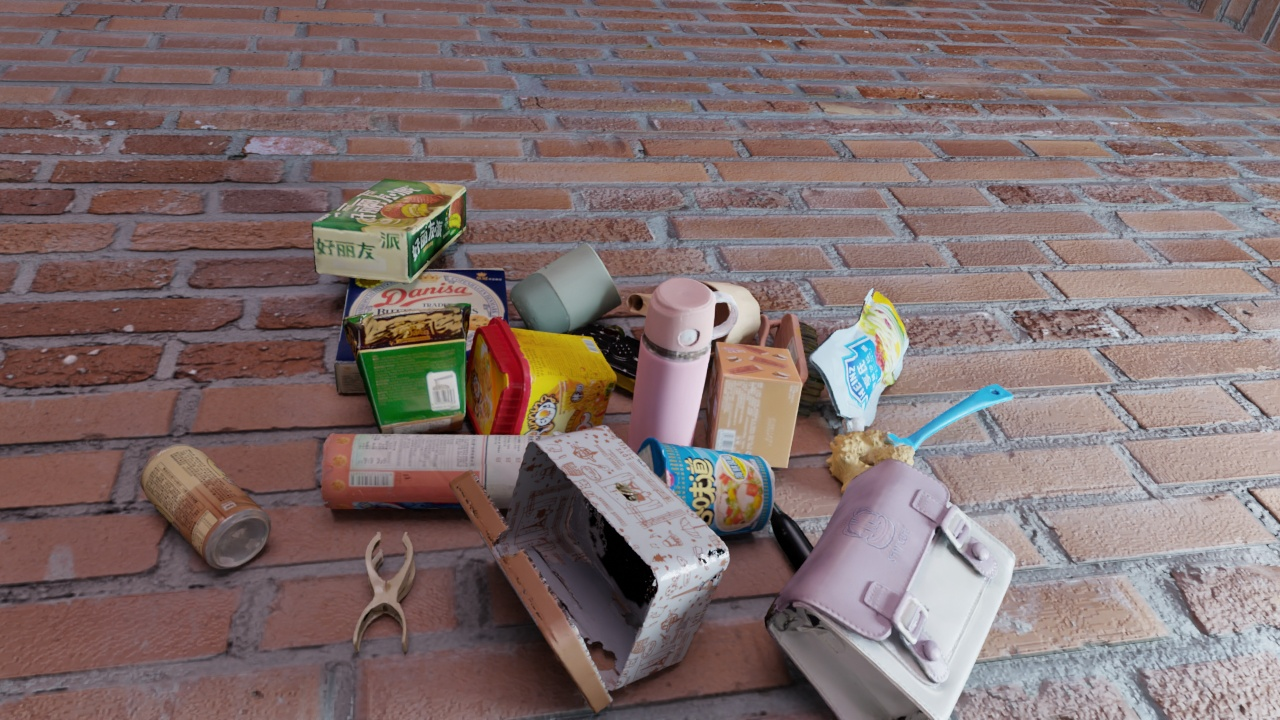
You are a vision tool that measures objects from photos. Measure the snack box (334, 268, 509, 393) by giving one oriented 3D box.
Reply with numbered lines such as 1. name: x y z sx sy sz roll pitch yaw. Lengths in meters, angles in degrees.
1. snack box: -0.238 -0.037 1.022 0.178 0.046 0.182 -2 39 -11

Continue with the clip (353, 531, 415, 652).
1. clip: -0.196 0.188 0.746 0.076 0.035 0.103 -5 44 -16

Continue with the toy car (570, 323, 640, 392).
1. toy car: -0.006 0.006 1.004 0.156 0.041 0.071 24 40 13

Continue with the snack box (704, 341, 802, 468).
1. snack box: 0.110 0.043 0.916 0.077 0.093 0.094 5 21 -2

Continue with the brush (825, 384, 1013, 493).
1. brush: 0.296 0.075 0.952 0.254 0.046 0.083 -23 44 -25

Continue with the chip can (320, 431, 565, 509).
1. chip can: -0.173 0.100 0.830 0.214 0.071 0.071 1 38 -7

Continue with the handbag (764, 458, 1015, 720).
1. handbag: 0.201 0.184 0.730 0.145 0.099 0.196 42 44 8

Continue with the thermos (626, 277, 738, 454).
1. thermos: 0.037 0.017 0.869 0.087 0.199 0.067 -4 38 -17

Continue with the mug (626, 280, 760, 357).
1. mug: 0.061 -0.051 1.016 0.125 0.084 0.103 17 11 24

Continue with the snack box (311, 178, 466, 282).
1. snack box: -0.297 -0.162 1.117 0.114 0.063 0.239 6 24 4

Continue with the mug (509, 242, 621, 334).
1. mug: -0.087 -0.070 1.052 0.106 0.112 0.082 -32 86 -6

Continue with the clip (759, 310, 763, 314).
1. clip: 0.126 -0.059 1.116 0.056 0.024 0.027 24 36 -17

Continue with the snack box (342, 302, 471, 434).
1. snack box: -0.214 0.016 0.876 0.118 0.118 0.105 -9 77 -15

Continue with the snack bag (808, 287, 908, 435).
1. snack bag: 0.245 0.001 1.009 0.039 0.110 0.190 -6 24 36

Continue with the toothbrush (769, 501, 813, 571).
1. toothbrush: 0.135 0.159 0.840 0.027 0.026 0.212 3 35 -29

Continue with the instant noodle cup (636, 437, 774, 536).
1. instant noodle cup: 0.058 0.120 0.831 0.109 0.099 0.099 4 37 -18

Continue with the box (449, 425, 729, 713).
1. box: -0.062 0.161 0.711 0.157 0.149 0.181 -7 37 -42

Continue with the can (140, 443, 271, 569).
1. can: -0.370 0.123 0.780 0.116 0.059 0.058 32 44 28

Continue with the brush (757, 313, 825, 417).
1. brush: 0.163 -0.005 1.028 0.073 0.063 0.145 14 36 -8

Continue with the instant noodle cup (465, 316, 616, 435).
1. instant noodle cup: -0.100 0.026 0.917 0.123 0.116 0.116 -1 37 -30
